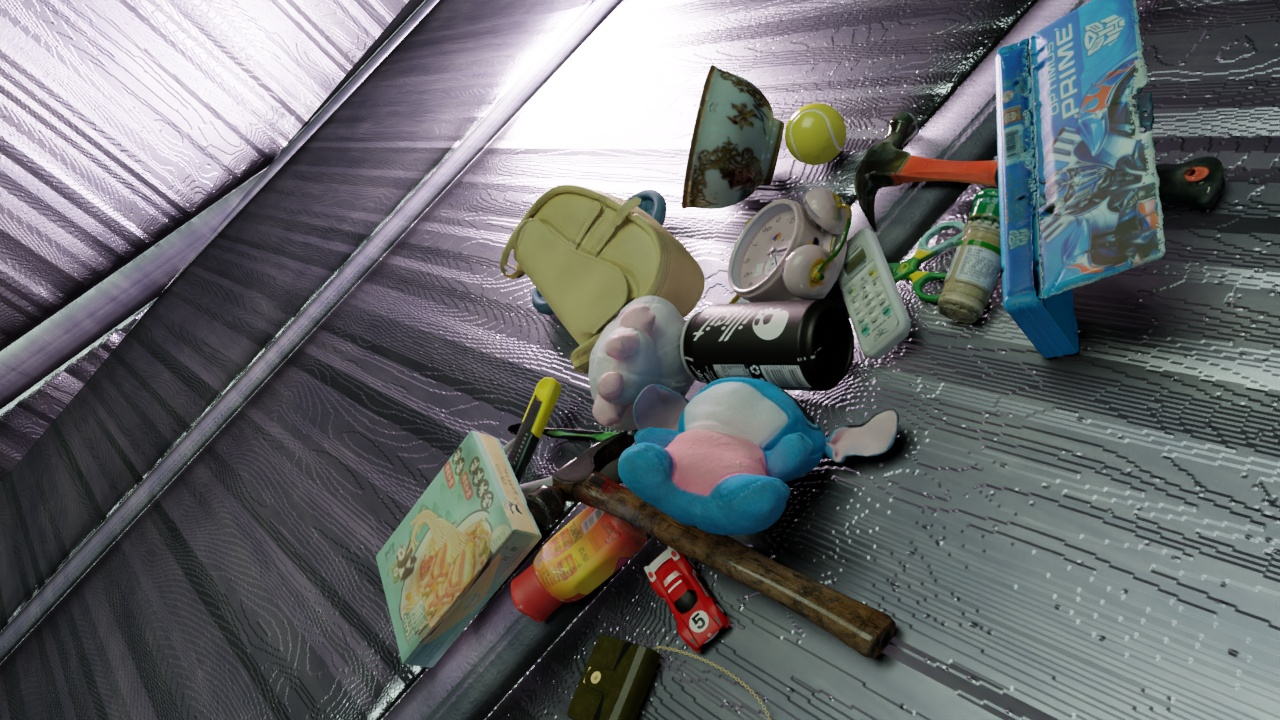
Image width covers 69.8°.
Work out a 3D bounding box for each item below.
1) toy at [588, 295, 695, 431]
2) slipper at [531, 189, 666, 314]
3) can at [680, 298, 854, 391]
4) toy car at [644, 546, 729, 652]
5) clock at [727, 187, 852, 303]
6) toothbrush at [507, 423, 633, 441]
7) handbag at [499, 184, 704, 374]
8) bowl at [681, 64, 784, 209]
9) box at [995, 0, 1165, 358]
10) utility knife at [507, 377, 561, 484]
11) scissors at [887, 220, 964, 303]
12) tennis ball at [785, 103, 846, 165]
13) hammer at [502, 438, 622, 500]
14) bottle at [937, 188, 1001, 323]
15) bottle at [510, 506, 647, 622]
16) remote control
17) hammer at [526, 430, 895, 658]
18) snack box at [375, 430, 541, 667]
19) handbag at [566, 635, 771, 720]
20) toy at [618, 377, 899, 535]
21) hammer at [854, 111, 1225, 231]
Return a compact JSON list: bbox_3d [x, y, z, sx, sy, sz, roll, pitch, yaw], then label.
[{"bbox_3d":[-0.005,0.005,0.877,0.101,0.179,0.139,20,95,14],"label":"toy"},{"bbox_3d":[-0.059,-0.141,1.144,0.214,0.059,0.103,-39,35,11],"label":"slipper"},{"bbox_3d":[0.113,-0.013,0.835,0.146,0.080,0.080,0,56,44],"label":"can"},{"bbox_3d":[0.037,0.195,0.757,0.038,0.025,0.089,-43,36,4],"label":"toy car"},{"bbox_3d":[0.146,-0.100,0.868,0.158,0.058,0.116,-14,54,60],"label":"clock"},{"bbox_3d":[-0.077,0.080,0.993,0.188,0.017,0.014,0,60,41],"label":"toothbrush"},{"bbox_3d":[-0.055,-0.107,1.030,0.191,0.088,0.232,-47,57,12],"label":"handbag"},{"bbox_3d":[0.107,-0.241,1.028,0.094,0.160,0.159,12,56,3],"label":"bowl"},{"bbox_3d":[0.330,-0.140,0.681,0.114,0.114,0.243,-12,59,37],"label":"box"},{"bbox_3d":[-0.124,0.095,0.966,0.029,0.020,0.173,-4,56,40],"label":"utility knife"},{"bbox_3d":[0.244,-0.090,0.836,0.131,0.012,0.112,16,71,52],"label":"scissors"},{"bbox_3d":[0.189,-0.245,0.993,0.065,0.065,0.065,-26,41,25],"label":"tennis ball"},{"bbox_3d":[-0.052,0.114,0.920,0.312,0.029,0.124,-18,45,32],"label":"hammer"},{"bbox_3d":[0.281,-0.086,0.760,0.043,0.042,0.110,13,77,49],"label":"bottle"},{"bbox_3d":[-0.060,0.183,0.843,0.134,0.048,0.071,-41,36,7],"label":"bottle"},{"bbox_3d":[0.207,-0.061,0.821,0.050,0.022,0.133,-47,35,36],"label":"remote control"},{"bbox_3d":[0.056,0.143,0.742,0.331,0.033,0.119,20,45,40],"label":"hammer"},{"bbox_3d":[-0.188,0.188,0.922,0.194,0.044,0.141,-51,43,18],"label":"snack box"},{"bbox_3d":[0.022,0.265,0.707,0.178,0.027,0.084,0,56,42],"label":"handbag"},{"bbox_3d":[0.085,0.074,0.735,0.224,0.099,0.190,6,21,23],"label":"toy"},{"bbox_3d":[0.332,-0.165,0.810,0.334,0.033,0.133,17,66,50],"label":"hammer"}]
